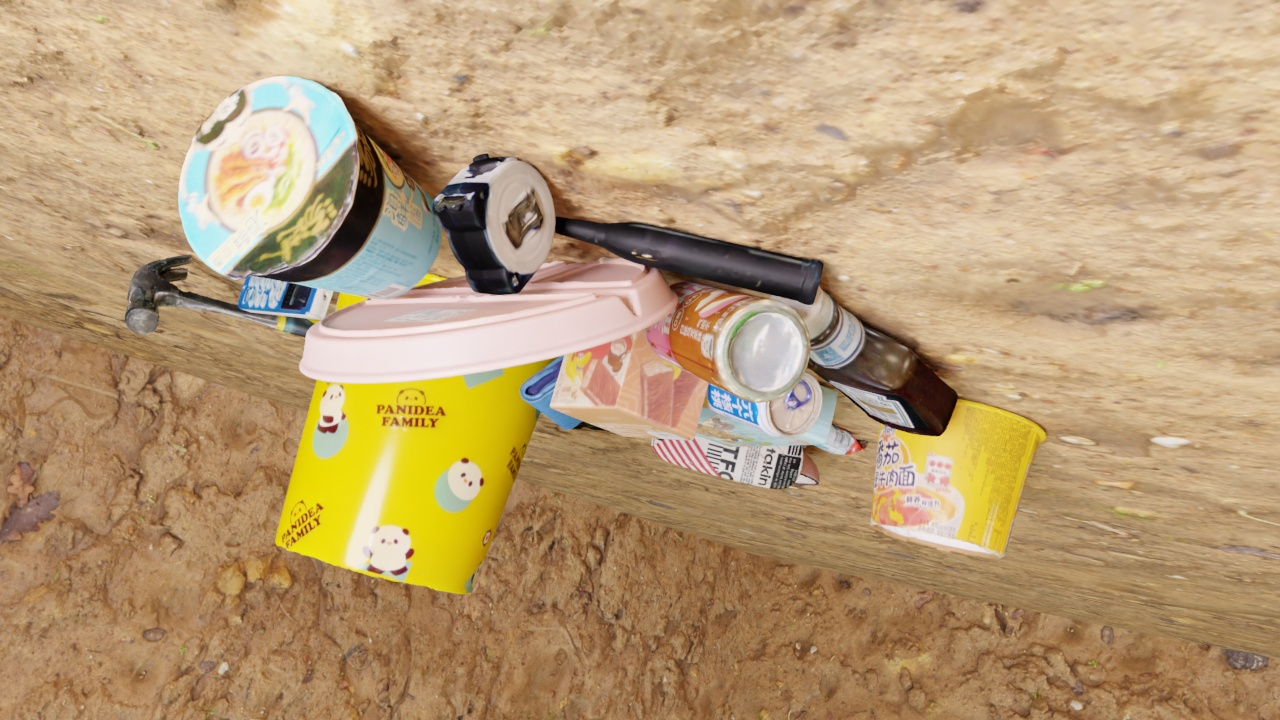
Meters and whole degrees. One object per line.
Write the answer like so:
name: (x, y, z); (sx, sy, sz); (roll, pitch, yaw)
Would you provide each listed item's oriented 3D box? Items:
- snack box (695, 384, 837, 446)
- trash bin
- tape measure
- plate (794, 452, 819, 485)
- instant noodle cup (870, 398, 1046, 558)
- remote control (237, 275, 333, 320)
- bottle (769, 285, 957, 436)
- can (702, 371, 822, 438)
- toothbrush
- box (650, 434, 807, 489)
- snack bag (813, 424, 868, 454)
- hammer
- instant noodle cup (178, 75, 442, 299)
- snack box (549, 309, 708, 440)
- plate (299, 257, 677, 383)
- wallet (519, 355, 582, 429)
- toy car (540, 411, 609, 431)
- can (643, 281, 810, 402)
snack box: (0.100, 0.046, 0.853); (0.074, 0.051, 0.175); (21, 166, -21)
trash bin: (-0.209, 0.071, 0.864); (0.229, 0.255, 0.230); (14, 168, 3)
tape measure: (-0.077, -0.078, 0.507); (0.034, 0.065, 0.066); (4, 136, 30)
plate: (0.122, 0.107, 1.100); (0.192, 0.039, 0.192); (14, 170, 2)
instant noodle cup: (0.258, 0.101, 0.773); (0.138, 0.109, 0.138); (15, 168, 3)
remote control: (-0.347, -0.067, 0.901); (0.125, 0.049, 0.024); (7, 167, 35)
bottle: (0.148, 0.000, 0.622); (0.080, 0.044, 0.194); (16, 170, 43)
can: (0.077, 0.019, 0.700); (0.053, 0.053, 0.135); (23, 178, -31)
toothbrush: (0.001, -0.070, 0.545); (0.213, 0.027, 0.026); (14, 123, 10)
box: (0.098, 0.079, 0.986); (0.163, 0.076, 0.087); (12, -161, 15)
snack bag: (0.182, 0.074, 0.933); (0.105, 0.026, 0.045); (23, 174, -28)
hammer: (-0.370, -0.041, 0.988); (0.322, 0.032, 0.126); (14, -151, -31)
instant noodle cup: (-0.177, -0.087, 0.528); (0.111, 0.111, 0.120); (11, 175, 18)
snack box: (-0.004, 0.004, 0.702); (0.077, 0.094, 0.093); (24, 165, -33)
plate: (-0.092, -0.031, 0.561); (0.229, 0.028, 0.229); (-8, -166, 2)
wallet: (-0.046, 0.020, 0.837); (0.040, 0.106, 0.133); (58, 180, 17)
toy car: (-0.105, 0.054, 1.143); (0.155, 0.041, 0.071); (22, 166, -22)
can: (0.048, -0.015, 0.564); (0.058, 0.058, 0.147); (20, -177, -18)
